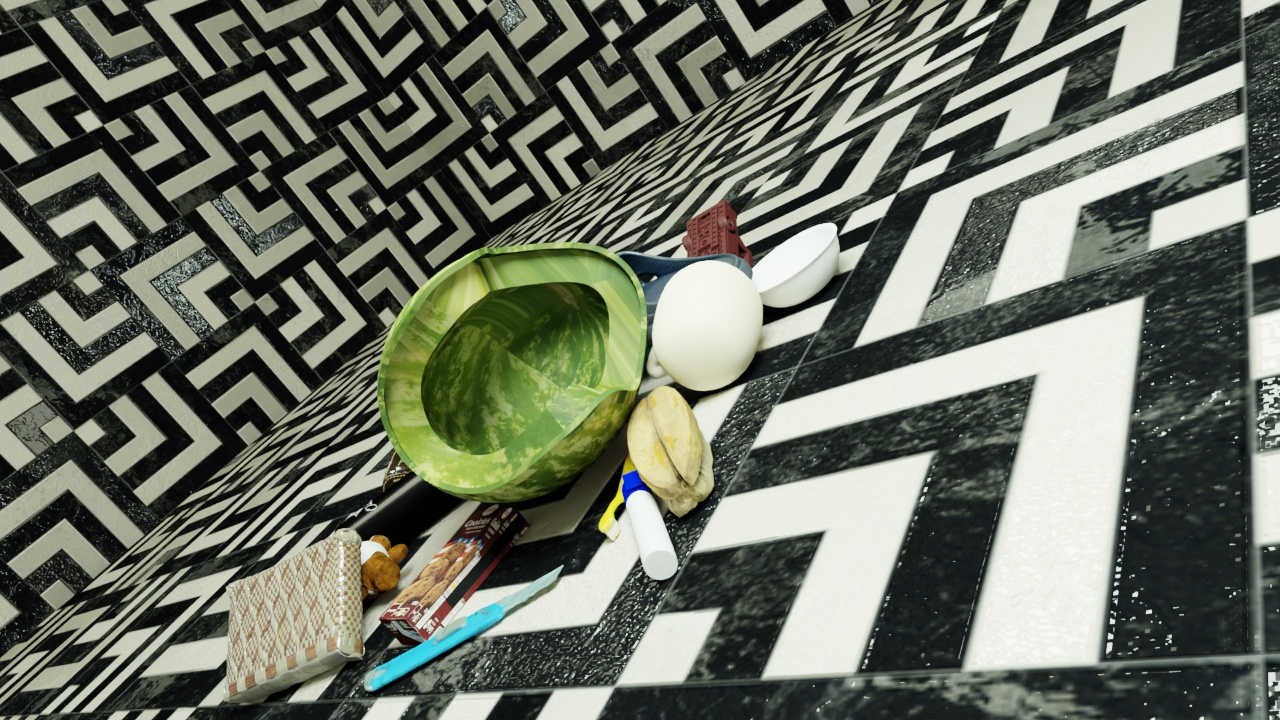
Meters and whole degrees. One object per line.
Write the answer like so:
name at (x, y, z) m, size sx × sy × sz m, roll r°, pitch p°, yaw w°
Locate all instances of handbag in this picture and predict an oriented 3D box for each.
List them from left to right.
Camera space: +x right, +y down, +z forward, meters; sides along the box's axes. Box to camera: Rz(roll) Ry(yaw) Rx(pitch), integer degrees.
handbag at (-0.330, 0.246, 0.881) m, size 0.186 × 0.047 × 0.124 m, roll -27°, pitch 55°, yaw 27°

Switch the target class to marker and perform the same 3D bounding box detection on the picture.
marker at (0.004, 0.117, 0.669) m, size 0.023 × 0.027 × 0.133 m, roll -21°, pitch 16°, yaw -2°

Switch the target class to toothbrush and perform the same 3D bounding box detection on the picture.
toothbrush at (-0.013, 0.106, 0.763) m, size 0.021 × 0.016 × 0.135 m, roll -31°, pitch 14°, yaw 23°

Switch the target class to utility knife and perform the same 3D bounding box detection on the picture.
utility knife at (-0.144, 0.214, 0.728) m, size 0.206 × 0.015 × 0.031 m, roll -31°, pitch 21°, yaw 12°

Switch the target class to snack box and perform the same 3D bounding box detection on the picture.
snack box at (-0.162, 0.186, 0.811) m, size 0.051 × 0.032 × 0.140 m, roll -18°, pitch 24°, yaw 48°

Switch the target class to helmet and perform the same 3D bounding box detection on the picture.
helmet at (-0.110, 0.010, 0.831) m, size 0.244 × 0.213 × 0.246 m, roll -49°, pitch -4°, yaw 31°

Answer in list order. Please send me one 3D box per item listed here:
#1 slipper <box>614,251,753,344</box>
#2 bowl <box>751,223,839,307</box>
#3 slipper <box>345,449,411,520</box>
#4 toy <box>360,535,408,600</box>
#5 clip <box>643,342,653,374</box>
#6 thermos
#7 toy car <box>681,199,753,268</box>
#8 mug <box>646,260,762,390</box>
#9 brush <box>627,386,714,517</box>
slipper at (-0.006, -0.067, 0.971) m, size 0.269 × 0.083 × 0.110 m, roll -16°, pitch 30°, yaw 43°
bowl at (0.156, -0.085, 0.903) m, size 0.110 × 0.040 × 0.109 m, roll -35°, pitch 16°, yaw 12°
slipper at (-0.261, 0.125, 1.108) m, size 0.268 × 0.076 × 0.113 m, roll -35°, pitch 16°, yaw 5°
toy at (-0.278, 0.215, 0.927) m, size 0.113 × 0.067 × 0.087 m, roll -3°, pitch 36°, yaw 47°
clip at (-0.014, 0.006, 1.030) m, size 0.126 × 0.028 × 0.114 m, roll -43°, pitch 12°, yaw -22°
thermos at (-0.277, 0.178, 1.018) m, size 0.231 × 0.061 × 0.061 m, roll -37°, pitch 16°, yaw -4°
toy car at (0.089, -0.105, 1.052) m, size 0.070 × 0.062 × 0.169 m, roll -28°, pitch 38°, yaw 28°
mug at (0.051, -0.020, 0.843) m, size 0.120 × 0.096 × 0.099 m, roll -32°, pitch 23°, yaw 30°
brush at (0.024, 0.067, 0.741) m, size 0.059 × 0.043 × 0.195 m, roll -36°, pitch 16°, yaw 6°
